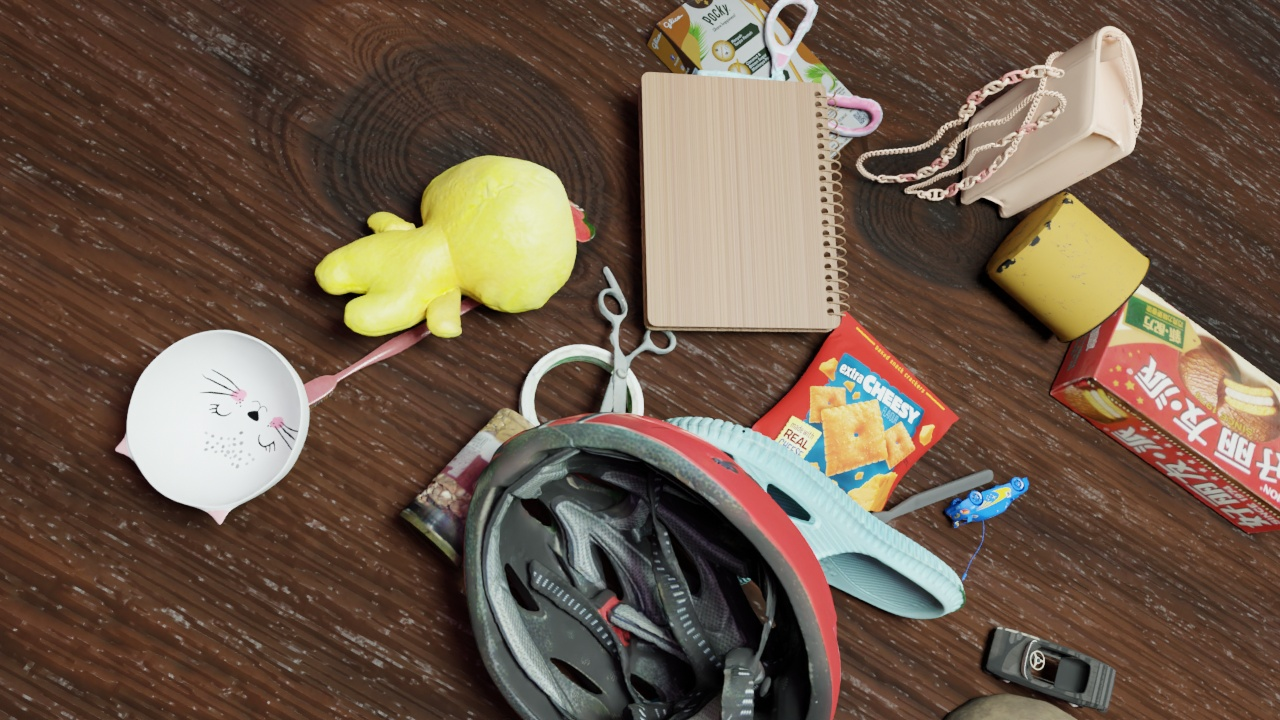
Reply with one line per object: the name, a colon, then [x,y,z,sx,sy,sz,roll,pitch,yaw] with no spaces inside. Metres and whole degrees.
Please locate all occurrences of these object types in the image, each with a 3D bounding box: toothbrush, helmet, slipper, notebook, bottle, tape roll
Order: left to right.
toothbrush: [-0.178,-0.013,0.684,0.184,0.016,0.015,-34,85,-24]
bottle: [-0.113,0.089,0.648,0.056,0.056,0.105,42,68,-1]
tape roll: [-0.045,0.034,0.703,0.093,0.018,0.093,4,73,-14]
helmet: [0.007,0.152,0.592,0.218,0.166,0.272,-39,88,20]
notebook: [0.085,-0.128,0.748,0.169,0.022,0.210,0,80,-10]
slipper: [0.115,0.130,0.672,0.276,0.116,0.069,32,56,-9]
toothbrush: [0.231,0.112,0.743,0.167,0.013,0.013,-12,101,-31]

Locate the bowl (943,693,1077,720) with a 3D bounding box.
bowl: [0.294,0.335,0.682,0.162,0.070,0.162,4,73,-14]

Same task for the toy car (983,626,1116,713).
toy car: [0.321,0.241,0.720,0.092,0.037,0.040,15,69,24]

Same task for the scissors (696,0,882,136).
scissors: [0.131,-0.252,0.802,0.170,0.013,0.174,6,75,-11]

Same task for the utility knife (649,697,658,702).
utility knife: [0.015,0.253,0.659,0.148,0.015,0.022,-12,72,-16]

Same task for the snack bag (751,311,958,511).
snack bag: [0.171,0.055,0.745,0.131,0.039,0.143,43,72,-2]

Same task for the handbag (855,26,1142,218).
handbag: [0.311,-0.224,0.780,0.187,0.199,0.116,14,71,-20]

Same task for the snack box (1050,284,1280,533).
snack box: [0.498,0.044,0.827,0.236,0.060,0.113,35,70,-3]

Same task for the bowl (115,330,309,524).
bowl: [-0.273,0.040,0.613,0.115,0.050,0.114,0,83,1]

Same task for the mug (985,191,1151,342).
mug: [0.377,-0.090,0.817,0.094,0.101,0.123,41,44,1]

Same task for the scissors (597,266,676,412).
scissors: [-0.023,-0.003,0.699,0.120,0.014,0.159,46,45,1]

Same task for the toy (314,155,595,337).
toy: [-0.130,-0.086,0.676,0.207,0.092,0.134,-31,71,-16]

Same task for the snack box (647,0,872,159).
snack box: [0.108,-0.249,0.819,0.186,0.032,0.100,47,68,1]

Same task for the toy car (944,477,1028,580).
toy car: [0.288,0.137,0.754,0.092,0.033,0.062,-13,72,-19]
